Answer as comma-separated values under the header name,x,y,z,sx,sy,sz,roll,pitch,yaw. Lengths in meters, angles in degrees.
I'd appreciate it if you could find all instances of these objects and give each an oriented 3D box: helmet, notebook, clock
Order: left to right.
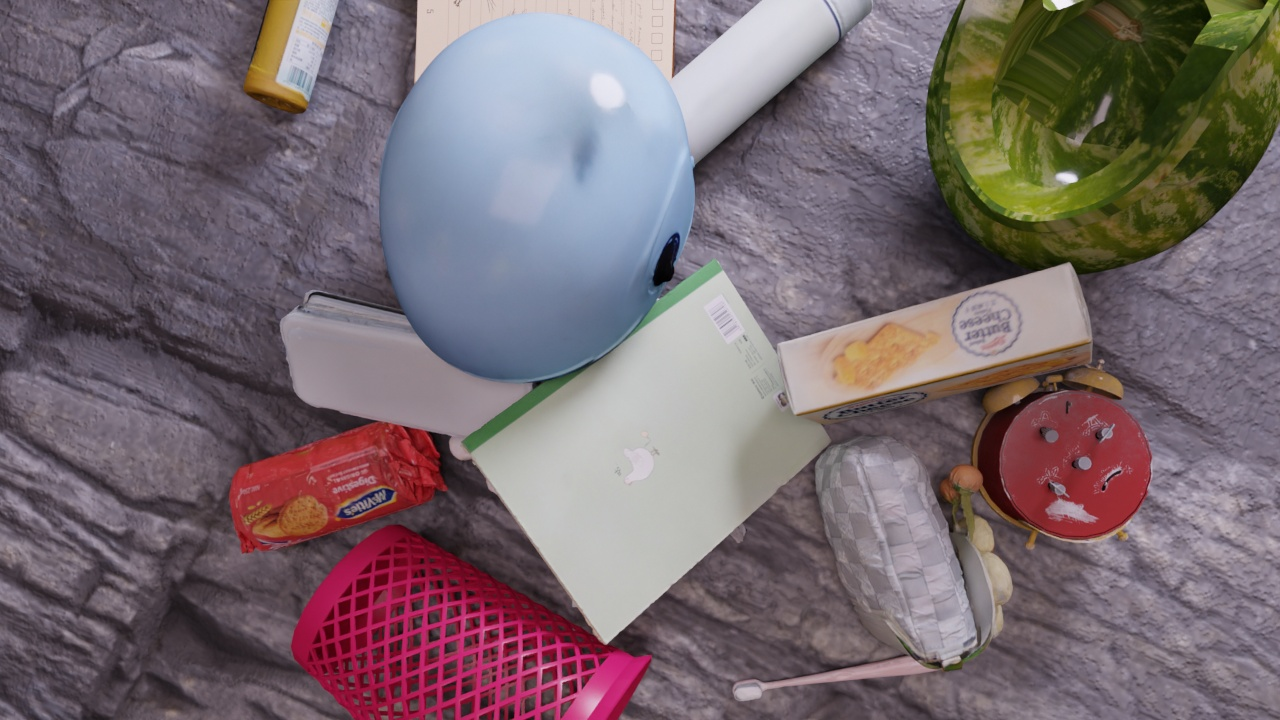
name,x,y,z,sx,sy,sz,roll,pitch,yaw
helmet,-0.081,-0.122,0.636,0.225,0.167,0.265,16,78,11
notebook,-0.082,-0.310,0.786,0.225,0.024,0.167,2,89,5
notebook,0.017,0.061,0.694,0.252,0.010,0.182,-37,100,-23
clock,0.323,0.062,0.706,0.117,0.081,0.159,-6,87,4
helmet,0.320,-0.178,0.641,0.213,0.246,0.244,31,125,28

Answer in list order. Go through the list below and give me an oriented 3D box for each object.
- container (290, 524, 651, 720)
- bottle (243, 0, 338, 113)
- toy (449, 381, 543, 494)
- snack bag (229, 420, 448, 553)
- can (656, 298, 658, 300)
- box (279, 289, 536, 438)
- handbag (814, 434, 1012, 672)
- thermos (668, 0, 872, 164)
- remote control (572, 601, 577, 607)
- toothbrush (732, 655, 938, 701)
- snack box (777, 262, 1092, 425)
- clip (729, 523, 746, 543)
name,x,y,z,sx,sy,sz,roll,pitch,yaw
container,-0.136,0.240,0.699,0.226,0.183,0.183,32,90,13
bottle,-0.289,-0.310,0.788,0.053,0.053,0.186,15,89,5
toy,-0.095,0.049,0.763,0.076,0.037,0.125,41,82,13
snack bag,-0.251,0.099,0.755,0.176,0.082,0.082,-18,86,3
can,-0.004,0.004,0.737,0.064,0.064,0.127,37,78,5
box,-0.165,-0.016,0.736,0.216,0.109,0.108,12,130,9
handbag,0.210,0.134,0.700,0.123,0.112,0.171,-19,86,-6
thermos,0.082,-0.235,0.748,0.230,0.068,0.068,-40,85,1
remote control,-0.031,0.129,0.761,0.049,0.024,0.143,-1,85,4
toothbrush,0.164,0.256,0.743,0.181,0.018,0.015,-10,87,4
snack box,0.216,-0.005,0.675,0.208,0.104,0.057,-16,76,22
clip,0.064,0.097,0.758,0.101,0.038,0.054,45,115,4
